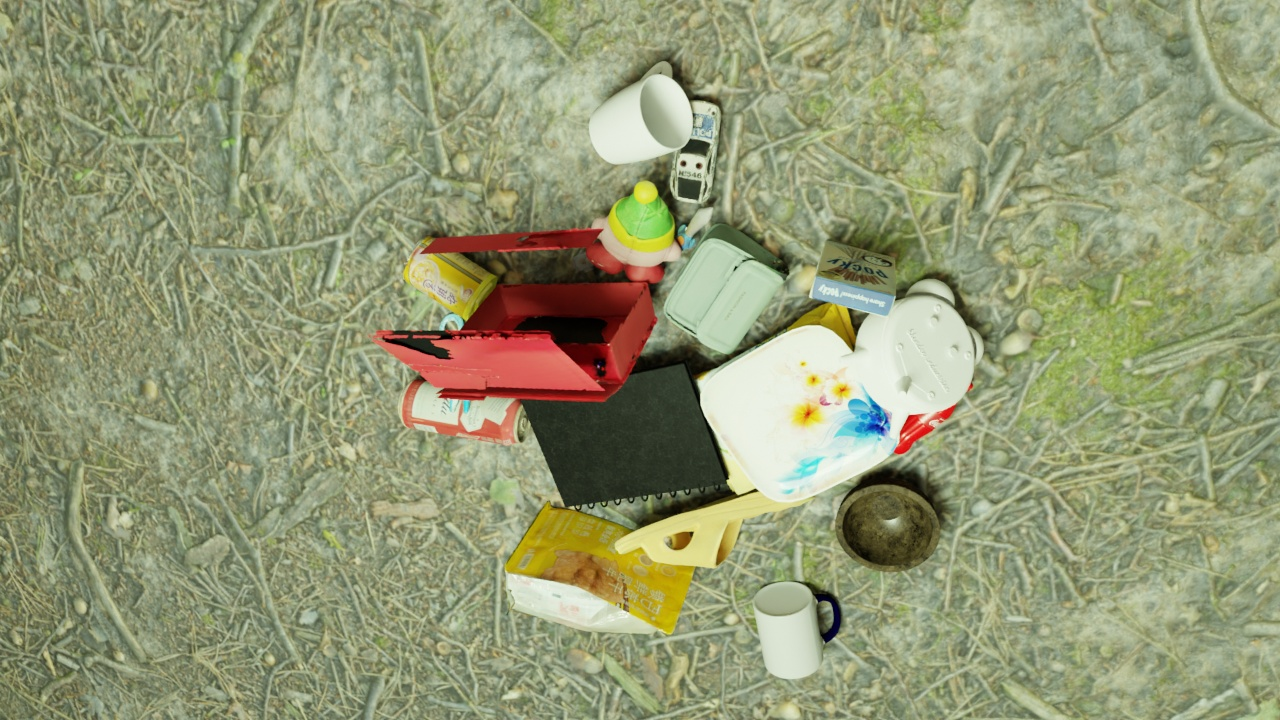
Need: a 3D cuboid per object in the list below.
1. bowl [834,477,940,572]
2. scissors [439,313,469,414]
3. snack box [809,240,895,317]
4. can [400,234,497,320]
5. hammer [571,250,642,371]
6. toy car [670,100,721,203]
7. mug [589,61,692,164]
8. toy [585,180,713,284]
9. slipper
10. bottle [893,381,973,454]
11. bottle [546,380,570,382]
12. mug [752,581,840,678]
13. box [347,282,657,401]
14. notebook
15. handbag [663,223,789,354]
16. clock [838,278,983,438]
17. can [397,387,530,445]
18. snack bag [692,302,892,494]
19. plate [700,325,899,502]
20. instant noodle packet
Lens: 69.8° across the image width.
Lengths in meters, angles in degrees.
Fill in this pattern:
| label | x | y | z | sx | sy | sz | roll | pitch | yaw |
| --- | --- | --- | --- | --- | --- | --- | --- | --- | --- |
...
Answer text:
| label | x | y | z | sx | sy | sz | roll | pitch | yaw |
| --- | --- | --- | --- | --- | --- | --- | --- | --- | --- |
| bowl | 0.301 | 0.191 | 1.119 | 0.121 | 0.056 | 0.121 | 6 | 113 | 14 |
| scissors | -0.216 | 0.005 | 1.179 | 0.090 | 0.014 | 0.141 | -6 | 78 | 13 |
| snack box | 0.227 | -0.089 | 0.971 | 0.082 | 0.149 | 0.026 | 16 | 114 | 8 |
| can | -0.237 | -0.101 | 1.144 | 0.105 | 0.067 | 0.068 | 33 | 117 | 1 |
| hammer | -0.008 | 0.007 | 1.145 | 0.147 | 0.028 | 0.317 | -21 | 105 | 10 |
| toy car | 0.060 | -0.231 | 1.020 | 0.048 | 0.040 | 0.113 | 11 | 114 | 10 |
| mug | 0.001 | -0.272 | 1.000 | 0.081 | 0.114 | 0.088 | 28 | 156 | -38 |
| toy | 0.006 | -0.147 | 1.038 | 0.124 | 0.096 | 0.132 | 24 | 119 | 2 |
| slipper | 0.098 | 0.217 | 1.160 | 0.264 | 0.099 | 0.078 | -21 | 84 | 18 |
| bottle | 0.335 | 0.062 | 1.066 | 0.036 | 0.036 | 0.119 | 42 | 116 | -4 |
| bottle | -0.108 | 0.046 | 1.180 | 0.072 | 0.046 | 0.161 | -19 | 106 | 22 |
| mug | 0.210 | 0.349 | 1.207 | 0.112 | 0.078 | 0.097 | -16 | 109 | -8 |
| box | -0.130 | -0.006 | 0.985 | 0.211 | 0.314 | 0.124 | 2 | 103 | 24 |
| notebook | -0.021 | 0.099 | 1.130 | 0.232 | 0.019 | 0.169 | -12 | 107 | 27 |
| handbag | 0.096 | -0.083 | 1.058 | 0.106 | 0.067 | 0.122 | 32 | 117 | -1 |
| clock | 0.302 | -0.008 | 0.985 | 0.125 | 0.160 | 0.073 | 54 | 155 | -10 |
| can | -0.233 | 0.069 | 1.214 | 0.170 | 0.067 | 0.067 | 9 | 114 | 12 |
| snack bag | 0.169 | 0.046 | 1.090 | 0.248 | 0.068 | 0.159 | -29 | 101 | 24 |
| plate | 0.180 | 0.062 | 1.045 | 0.187 | 0.016 | 0.187 | -31 | 101 | 25 |
| instant noodle packet | -0.047 | 0.280 | 1.196 | 0.222 | 0.162 | 0.084 | 12 | 114 | 11 |
